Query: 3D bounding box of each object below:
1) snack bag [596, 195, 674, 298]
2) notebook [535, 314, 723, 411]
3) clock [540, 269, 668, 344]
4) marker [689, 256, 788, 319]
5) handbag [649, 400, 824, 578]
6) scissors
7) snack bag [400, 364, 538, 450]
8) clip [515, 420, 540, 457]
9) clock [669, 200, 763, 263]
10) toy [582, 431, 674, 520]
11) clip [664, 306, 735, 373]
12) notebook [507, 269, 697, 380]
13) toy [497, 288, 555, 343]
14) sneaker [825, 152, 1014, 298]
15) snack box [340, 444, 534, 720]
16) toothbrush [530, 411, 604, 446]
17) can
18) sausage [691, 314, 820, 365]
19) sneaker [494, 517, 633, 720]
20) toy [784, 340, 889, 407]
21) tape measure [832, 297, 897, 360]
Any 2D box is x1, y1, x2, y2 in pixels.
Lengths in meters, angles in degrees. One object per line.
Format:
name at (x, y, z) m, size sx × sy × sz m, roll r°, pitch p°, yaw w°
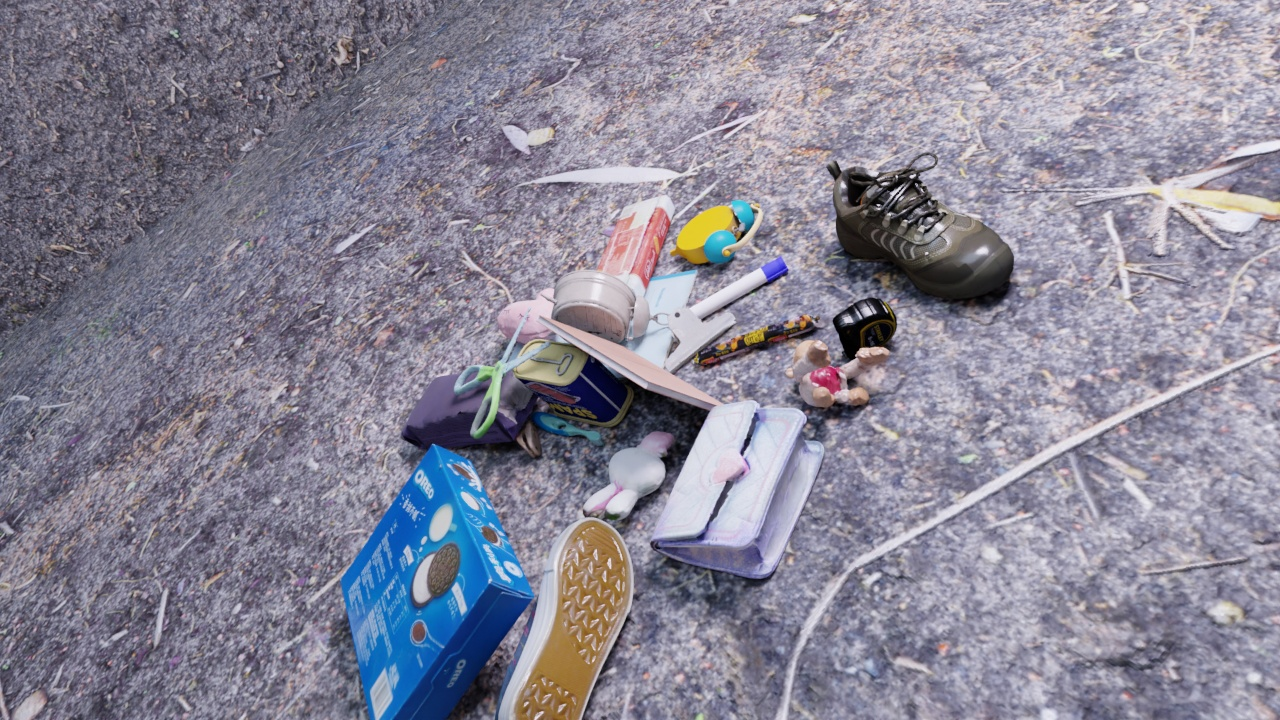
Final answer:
snack bag at (-0.012, -0.144, 1.241) m, size 0.078 × 0.041 × 0.224 m, roll -11°, pitch 39°, yaw 27°
notebook at (-0.006, 0.006, 0.996) m, size 0.209 × 0.141 × 0.008 m, roll 30°, pitch 97°, yaw 47°
clock at (-0.040, -0.053, 1.120) m, size 0.157 × 0.103 × 0.061 m, roll 6°, pitch 54°, yaw 7°
marker at (0.112, -0.081, 1.107) m, size 0.141 × 0.020 × 0.020 m, roll -30°, pitch 37°, yaw 6°
handbag at (0.086, 0.116, 0.865) m, size 0.127 × 0.069 × 0.158 m, roll 2°, pitch 52°, yaw 41°
scissors at (-0.167, 0.011, 1.066) m, size 0.173 × 0.023 × 0.171 m, roll -6°, pitch 56°, yaw 53°
snack bag at (-0.216, 0.056, 1.153) m, size 0.206 × 0.058 × 0.096 m, roll -10°, pitch 43°, yaw 39°
clip at (-0.137, 0.095, 1.092) m, size 0.052 × 0.026 × 0.058 m, roll -11°, pitch 42°, yaw 31°
clock at (0.100, -0.165, 1.192) m, size 0.130 × 0.044 × 0.098 m, roll -2°, pitch 47°, yaw 45°
toy at (-0.008, 0.121, 0.954) m, size 0.122 × 0.038 × 0.079 m, roll -50°, pitch 27°, yaw -20°
clip at (0.056, -0.036, 1.074) m, size 0.101 × 0.045 × 0.055 m, roll -38°, pitch 70°, yaw -7°
notebook at (-0.059, -0.038, 1.193) m, size 0.254 × 0.009 × 0.180 m, roll -7°, pitch 44°, yaw 31°
toy at (-0.135, -0.061, 1.229) m, size 0.108 × 0.053 × 0.104 m, roll 8°, pitch 39°, yaw 44°
sneaker at (0.284, -0.163, 0.964) m, size 0.101 × 0.143 × 0.238 m, roll -41°, pitch 37°, yaw -10°
snack box at (-0.214, 0.226, 0.918) m, size 0.196 × 0.056 × 0.239 m, roll -55°, pitch 35°, yaw 10°
toothbrush at (-0.087, 0.080, 1.080) m, size 0.135 × 0.017 × 0.022 m, roll 13°, pitch 57°, yaw 48°
can at (-0.080, 0.025, 1.062) m, size 0.116 × 0.092 × 0.056 m, roll 9°, pitch 63°, yaw 42°
sausage at (0.128, -0.023, 1.028) m, size 0.155 × 0.020 × 0.020 m, roll -18°, pitch 39°, yaw 20°
sneaker at (-0.072, 0.254, 0.837) m, size 0.079 × 0.087 × 0.234 m, roll -49°, pitch 16°, yaw 45°
toy at (0.187, 0.008, 0.917) m, size 0.085 × 0.074 × 0.106 m, roll -8°, pitch 10°, yaw -17°
tape measure at (0.228, -0.036, 0.931) m, size 0.061 × 0.062 × 0.034 m, roll -25°, pitch 52°, yaw 6°
